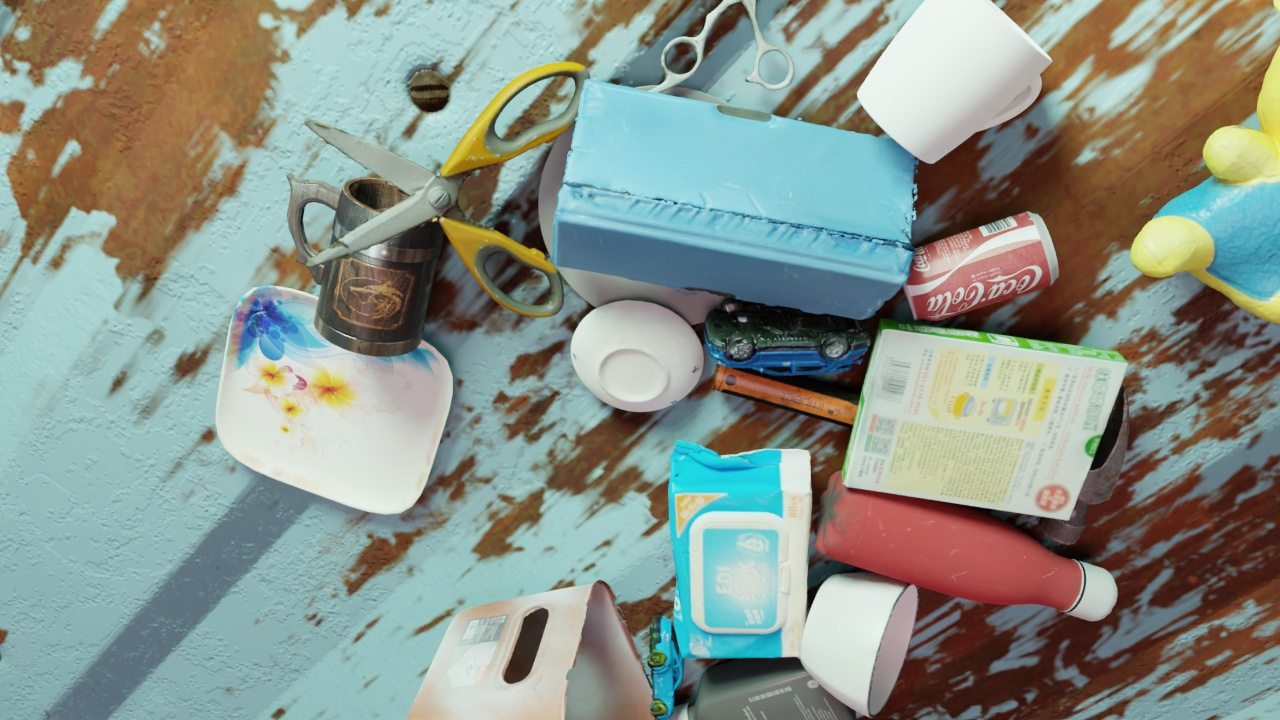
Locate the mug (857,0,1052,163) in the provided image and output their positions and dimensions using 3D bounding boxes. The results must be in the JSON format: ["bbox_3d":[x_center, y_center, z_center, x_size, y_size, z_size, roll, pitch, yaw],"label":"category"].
[{"bbox_3d":[0.202,-0.173,0.576,0.114,0.080,0.088,17,129,-37],"label":"mug"}]

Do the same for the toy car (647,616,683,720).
[{"bbox_3d":[0.023,0.282,0.838,0.032,0.048,0.105,0,115,3],"label":"toy car"}]

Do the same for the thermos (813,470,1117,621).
[{"bbox_3d":[0.260,0.153,0.727,0.240,0.073,0.073,18,117,-3],"label":"thermos"}]

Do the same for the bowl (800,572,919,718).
[{"bbox_3d":[0.179,0.227,0.758,0.066,0.116,0.116,15,121,30],"label":"bowl"}]

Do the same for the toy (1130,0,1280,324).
[{"bbox_3d":[0.415,-0.129,0.561,0.149,0.083,0.214,22,115,-6],"label":"toy"}]

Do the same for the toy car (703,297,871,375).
[{"bbox_3d":[0.105,-0.014,0.668,0.120,0.056,0.044,1,131,-6],"label":"toy car"}]

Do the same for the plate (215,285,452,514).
[{"bbox_3d":[-0.255,0.035,0.765,0.187,0.016,0.187,21,117,-4],"label":"plate"}]

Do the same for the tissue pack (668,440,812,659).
[{"bbox_3d":[0.083,0.159,0.760,0.117,0.066,0.209,-1,115,6],"label":"tissue pack"}]

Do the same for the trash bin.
[{"bbox_3d":[-0.078,0.350,0.812,0.157,0.181,0.260,-14,115,15],"label":"trash bin"}]

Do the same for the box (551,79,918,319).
[{"bbox_3d":[0.062,-0.108,0.625,0.231,0.094,0.112,10,73,-2],"label":"box"}]

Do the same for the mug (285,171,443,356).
[{"bbox_3d":[-0.206,-0.074,0.667,0.115,0.079,0.107,17,116,-7],"label":"mug"}]

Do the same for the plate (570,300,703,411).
[{"bbox_3d":[-0.004,0.004,0.703,0.104,0.026,0.104,5,128,6],"label":"plate"}]

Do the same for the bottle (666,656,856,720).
[{"bbox_3d":[0.102,0.319,0.846,0.174,0.046,0.084,-23,112,17],"label":"bottle"}]

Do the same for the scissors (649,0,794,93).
[{"bbox_3d":[0.055,-0.238,0.584,0.147,0.014,0.142,-14,110,10],"label":"scissors"}]

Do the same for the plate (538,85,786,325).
[{"bbox_3d":[0.015,-0.107,0.661,0.178,0.012,0.179,3,117,6],"label":"plate"}]

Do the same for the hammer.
[{"bbox_3d":[0.211,0.039,0.698,0.314,0.034,0.138,16,116,0],"label":"hammer"}]

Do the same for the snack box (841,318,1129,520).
[{"bbox_3d":[0.242,0.044,0.662,0.168,0.027,0.132,9,116,4],"label":"snack box"}]

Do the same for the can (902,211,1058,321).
[{"bbox_3d":[0.230,-0.063,0.633,0.097,0.054,0.054,-18,113,15],"label":"can"}]

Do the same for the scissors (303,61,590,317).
[{"bbox_3d":[-0.114,-0.105,0.625,0.225,0.016,0.229,-33,128,-5],"label":"scissors"}]
